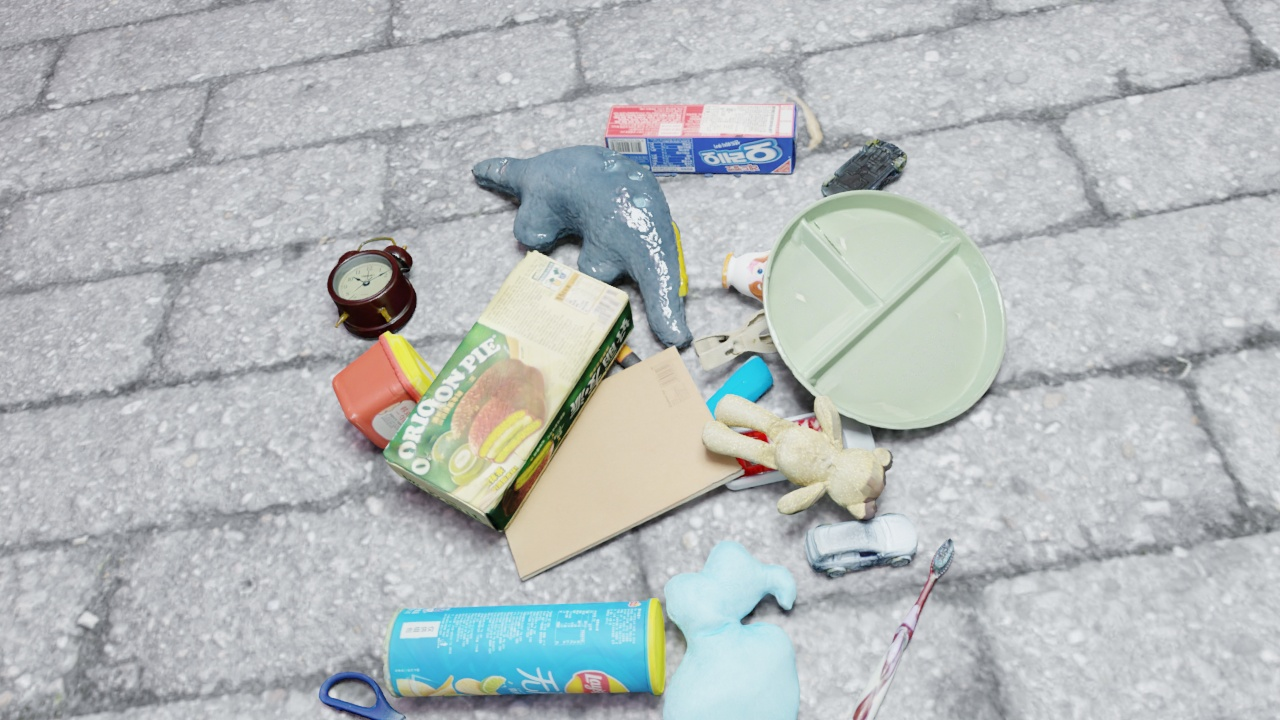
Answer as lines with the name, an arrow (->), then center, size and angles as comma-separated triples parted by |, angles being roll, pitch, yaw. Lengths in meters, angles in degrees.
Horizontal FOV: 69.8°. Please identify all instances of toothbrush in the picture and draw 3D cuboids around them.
toothbrush -> 0.201, 0.215, 0.706 | 0.016, 0.017, 0.187 | 26, 64, 24

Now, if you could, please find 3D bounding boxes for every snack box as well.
snack box -> 0.068, -0.242, 1.006 | 0.208, 0.057, 0.058 | 2, 55, 11
snack box -> -0.232, 0.033, 0.856 | 0.080, 0.091, 0.082 | -33, 57, -5
snack box -> -0.112, 0.023, 0.827 | 0.114, 0.063, 0.239 | 25, 69, 16

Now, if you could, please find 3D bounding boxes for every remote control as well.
remote control -> 0.135, 0.076, 0.807 | 0.136, 0.020, 0.055 | -12, 55, 2

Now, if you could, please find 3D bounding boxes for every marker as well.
marker -> -0.005, 0.005, 0.880 | 0.018, 0.015, 0.124 | -40, 61, -11

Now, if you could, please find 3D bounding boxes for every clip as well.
clip -> 0.100, -0.020, 0.858 | 0.100, 0.034, 0.070 | -22, 19, 2

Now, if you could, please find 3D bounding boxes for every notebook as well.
notebook -> -0.034, 0.086, 0.822 | 0.211, 0.012, 0.149 | -26, 55, -1

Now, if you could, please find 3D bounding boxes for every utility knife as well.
utility knife -> 0.061, 0.056, 0.834 | 0.160, 0.018, 0.034 | -42, 57, -16

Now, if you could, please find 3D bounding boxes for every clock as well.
clock -> -0.279, -0.080, 0.957 | 0.082, 0.055, 0.121 | -6, 54, 5

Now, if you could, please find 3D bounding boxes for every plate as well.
plate -> 0.217, -0.047, 0.825 | 0.230, 0.027, 0.230 | 3, 72, -9

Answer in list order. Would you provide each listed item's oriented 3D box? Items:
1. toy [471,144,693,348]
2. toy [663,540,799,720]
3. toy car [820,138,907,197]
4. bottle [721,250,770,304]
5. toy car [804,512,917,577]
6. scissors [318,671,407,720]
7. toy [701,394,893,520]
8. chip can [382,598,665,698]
toy -> -0.049, -0.153, 0.956 | 0.356, 0.091, 0.138 | 38, 97, 29
toy -> 0.071, 0.227, 0.699 | 0.161, 0.050, 0.156 | -31, 66, -22
toy car -> 0.233, -0.191, 0.959 | 0.105, 0.031, 0.049 | -41, 59, -19
bottle -> 0.134, -0.079, 0.883 | 0.108, 0.063, 0.063 | 11, 59, 16
toy car -> 0.180, 0.147, 0.746 | 0.090, 0.034, 0.042 | -9, 53, 2
scissors -> -0.183, 0.284, 0.728 | 0.173, 0.012, 0.126 | -17, 56, -4
toy -> 0.127, 0.078, 0.762 | 0.157, 0.066, 0.105 | 22, 73, 13
chip can -> -0.088, 0.225, 0.715 | 0.210, 0.071, 0.071 | -4, 56, 8
